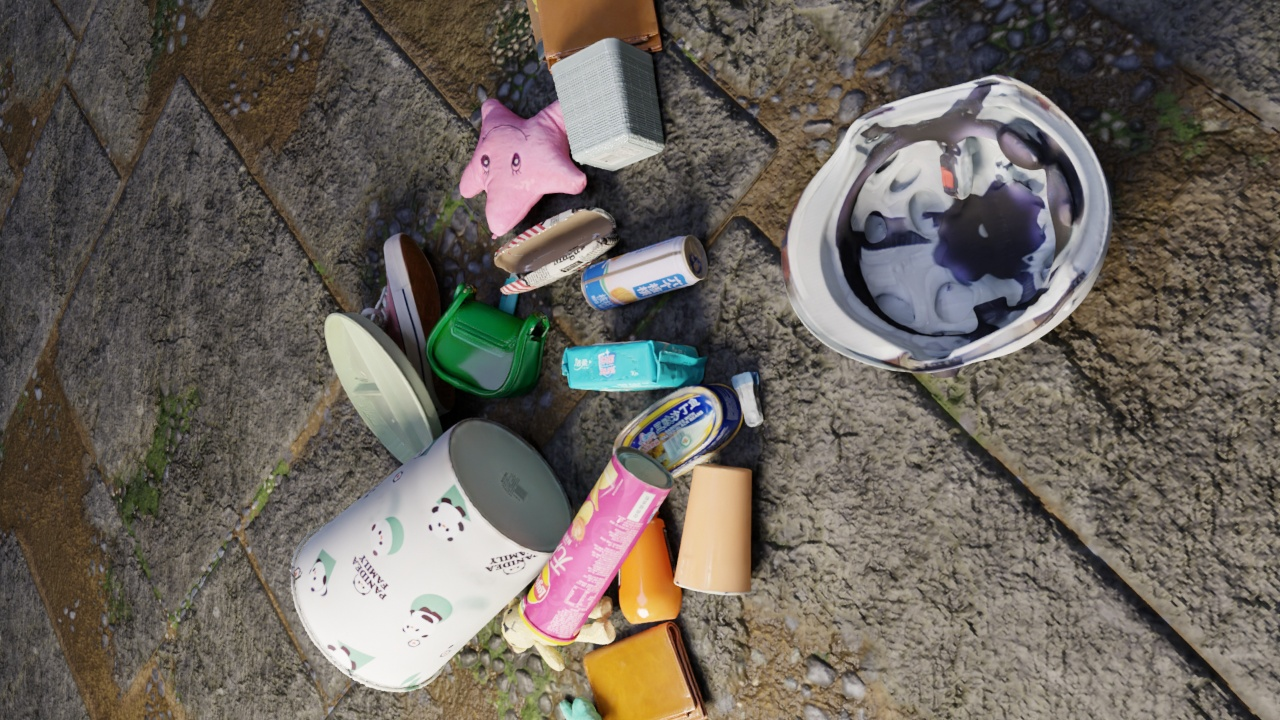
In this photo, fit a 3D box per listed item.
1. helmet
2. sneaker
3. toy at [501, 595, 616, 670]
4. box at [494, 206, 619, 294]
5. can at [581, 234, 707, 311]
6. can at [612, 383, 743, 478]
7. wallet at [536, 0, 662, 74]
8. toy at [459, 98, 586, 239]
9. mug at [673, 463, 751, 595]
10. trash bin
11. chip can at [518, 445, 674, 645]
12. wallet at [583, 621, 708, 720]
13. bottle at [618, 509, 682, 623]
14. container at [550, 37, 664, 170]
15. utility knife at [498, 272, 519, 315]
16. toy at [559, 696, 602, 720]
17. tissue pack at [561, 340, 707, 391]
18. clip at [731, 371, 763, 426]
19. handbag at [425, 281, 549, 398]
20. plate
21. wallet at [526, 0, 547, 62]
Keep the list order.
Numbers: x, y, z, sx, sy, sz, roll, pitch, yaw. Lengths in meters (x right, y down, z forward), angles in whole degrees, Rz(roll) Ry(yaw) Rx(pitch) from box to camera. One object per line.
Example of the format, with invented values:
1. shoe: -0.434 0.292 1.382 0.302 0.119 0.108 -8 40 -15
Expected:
1. helmet: 0.263 -0.103 0.771 0.259 0.145 0.229 -27 72 38
2. sneaker: -0.305 -0.041 1.173 0.088 0.118 0.241 -13 86 12
3. toy: -0.094 0.299 1.042 0.158 0.066 0.105 -14 75 32
4. box: -0.094 -0.113 1.056 0.164 0.075 0.082 -23 64 29
5. can: 0.004 -0.094 0.996 0.135 0.053 0.053 -14 81 32
6. can: 0.038 0.078 0.971 0.148 0.049 0.074 -36 69 28
7. wallet: -0.047 -0.384 1.026 0.132 0.031 0.107 -11 83 8
8. toy: -0.139 -0.226 1.080 0.195 0.074 0.178 12 87 34
9. mug: 0.079 0.168 0.930 0.078 0.078 0.122 4 85 34
10. trash bin: -0.228 0.211 1.050 0.252 0.229 0.229 -42 67 20
11. chip can: -0.046 0.192 0.950 0.071 0.071 0.211 40 108 28
12. wallet: 0.004 0.359 0.994 0.131 0.035 0.119 -31 74 32
13. bottle: 0.005 0.204 0.985 0.067 0.066 0.149 -17 71 32
14. container: -0.032 -0.276 1.006 0.090 0.090 0.111 -15 83 32
15. utility knife: -0.175 -0.033 1.137 0.029 0.013 0.158 21 100 29
16. toy: -0.064 0.409 1.027 0.096 0.030 0.092 46 145 39
17. tissue pack: -0.006 0.006 0.976 0.134 0.093 0.050 -3 85 33
18. clip: 0.112 0.040 0.942 0.026 0.038 0.058 -15 82 29
19. handbag: -0.183 -0.021 1.096 0.131 0.068 0.120 22 97 19
20. plate: -0.316 0.039 1.140 0.230 0.027 0.231 34 143 30
21. wallet: -0.095 -0.423 1.086 0.090 0.033 0.115 -21 74 32
